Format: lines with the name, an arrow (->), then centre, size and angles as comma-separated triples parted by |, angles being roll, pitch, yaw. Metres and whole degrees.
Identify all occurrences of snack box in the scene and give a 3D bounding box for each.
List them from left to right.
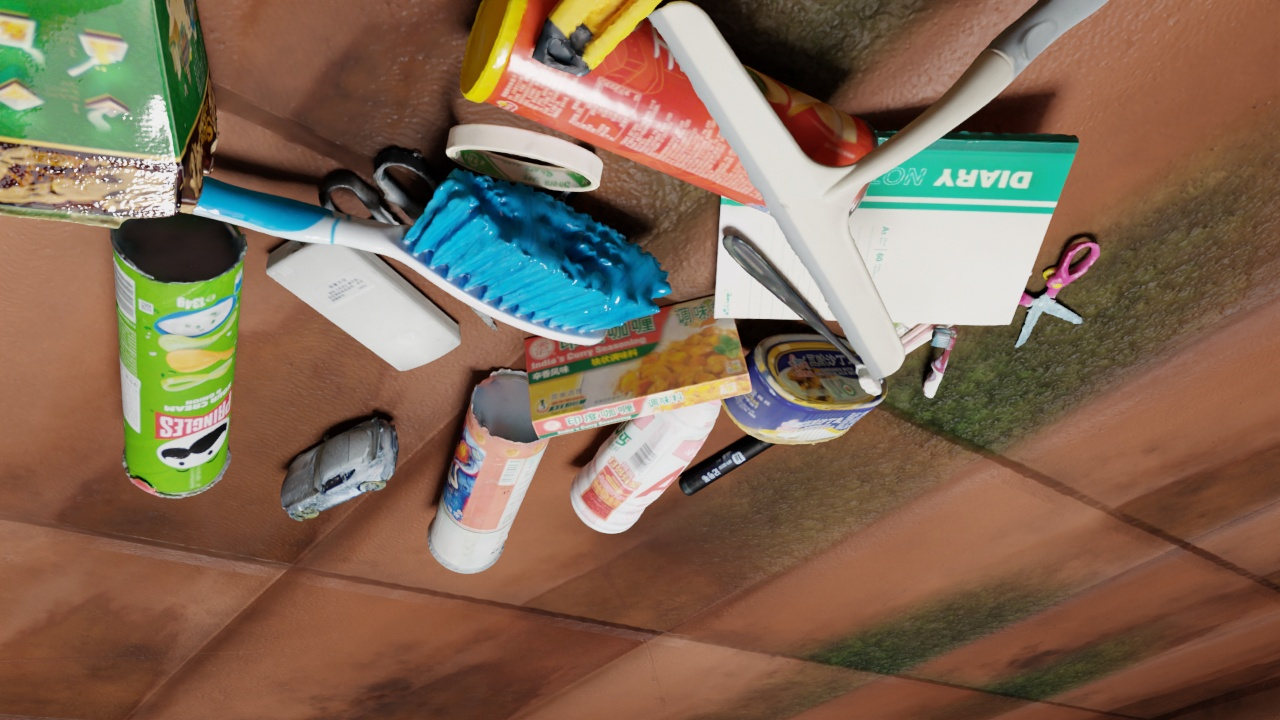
snack box -> -0.252, -0.137, 0.403 | 0.117, 0.118, 0.106 | 4, 129, -20
snack box -> -0.004, 0.004, 0.663 | 0.156, 0.077, 0.027 | -13, 143, 4

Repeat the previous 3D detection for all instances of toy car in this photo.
toy car -> -0.244, 0.086, 0.735 | 0.121, 0.054, 0.036 | -26, 143, 22

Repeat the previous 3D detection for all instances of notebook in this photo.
notebook -> 0.155, -0.082, 0.597 | 0.209, 0.012, 0.151 | 2, 136, 3

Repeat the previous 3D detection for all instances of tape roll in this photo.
tape roll -> -0.063, -0.111, 0.507 | 0.086, 0.014, 0.086 | 10, 179, 0

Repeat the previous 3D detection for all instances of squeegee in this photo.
squeegee -> 0.170, -0.143, 0.465 | 0.246, 0.039, 0.246 | -39, 119, -2

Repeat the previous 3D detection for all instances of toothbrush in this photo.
toothbrush -> 0.116, -0.029, 0.634 | 0.016, 0.018, 0.181 | -26, 127, 37
toothbrush -> 0.233, 0.004, 0.728 | 0.017, 0.016, 0.187 | 7, 167, 14

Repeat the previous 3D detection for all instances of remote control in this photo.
remote control -> -0.180, -0.039, 0.613 | 0.056, 0.019, 0.135 | -24, 141, 17

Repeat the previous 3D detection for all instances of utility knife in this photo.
utility knife -> 0.028, -0.197, 0.399 | 0.197, 0.015, 0.033 | -44, 122, 6

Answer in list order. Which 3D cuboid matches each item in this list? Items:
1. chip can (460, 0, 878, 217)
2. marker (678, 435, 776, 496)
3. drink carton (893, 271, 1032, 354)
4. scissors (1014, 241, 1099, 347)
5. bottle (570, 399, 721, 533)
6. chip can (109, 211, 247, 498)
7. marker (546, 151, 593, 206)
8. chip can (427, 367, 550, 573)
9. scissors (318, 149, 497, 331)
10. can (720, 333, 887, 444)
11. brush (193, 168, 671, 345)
chip can -> 0.020, -0.132, 0.478 | 0.216, 0.073, 0.073 | 17, 136, -23
marker -> 0.089, 0.088, 0.846 | 0.132, 0.020, 0.022 | -36, 166, 29
drink carton -> 0.215, -0.050, 0.670 | 0.053, 0.045, 0.123 | 23, 133, -37
scissors -> 0.309, -0.046, 0.725 | 0.124, 0.017, 0.133 | -10, 147, -3
bottle -> 0.012, 0.068, 0.767 | 0.068, 0.068, 0.197 | 14, 133, -29
chip can -> -0.300, 0.001, 0.594 | 0.072, 0.072, 0.237 | 7, 140, -22
marker -> -0.062, -0.087, 0.581 | 0.018, 0.015, 0.124 | 15, 137, -31
chip can -> -0.126, 0.099, 0.765 | 0.071, 0.071, 0.215 | 5, 141, -20
scissors -> -0.140, -0.066, 0.595 | 0.140, 0.014, 0.174 | 1, 145, -16
can -> 0.128, 0.021, 0.707 | 0.148, 0.074, 0.049 | 0, 143, -42
brush -> -0.133, -0.074, 0.528 | 0.314, 0.060, 0.110 | 23, 140, -33
